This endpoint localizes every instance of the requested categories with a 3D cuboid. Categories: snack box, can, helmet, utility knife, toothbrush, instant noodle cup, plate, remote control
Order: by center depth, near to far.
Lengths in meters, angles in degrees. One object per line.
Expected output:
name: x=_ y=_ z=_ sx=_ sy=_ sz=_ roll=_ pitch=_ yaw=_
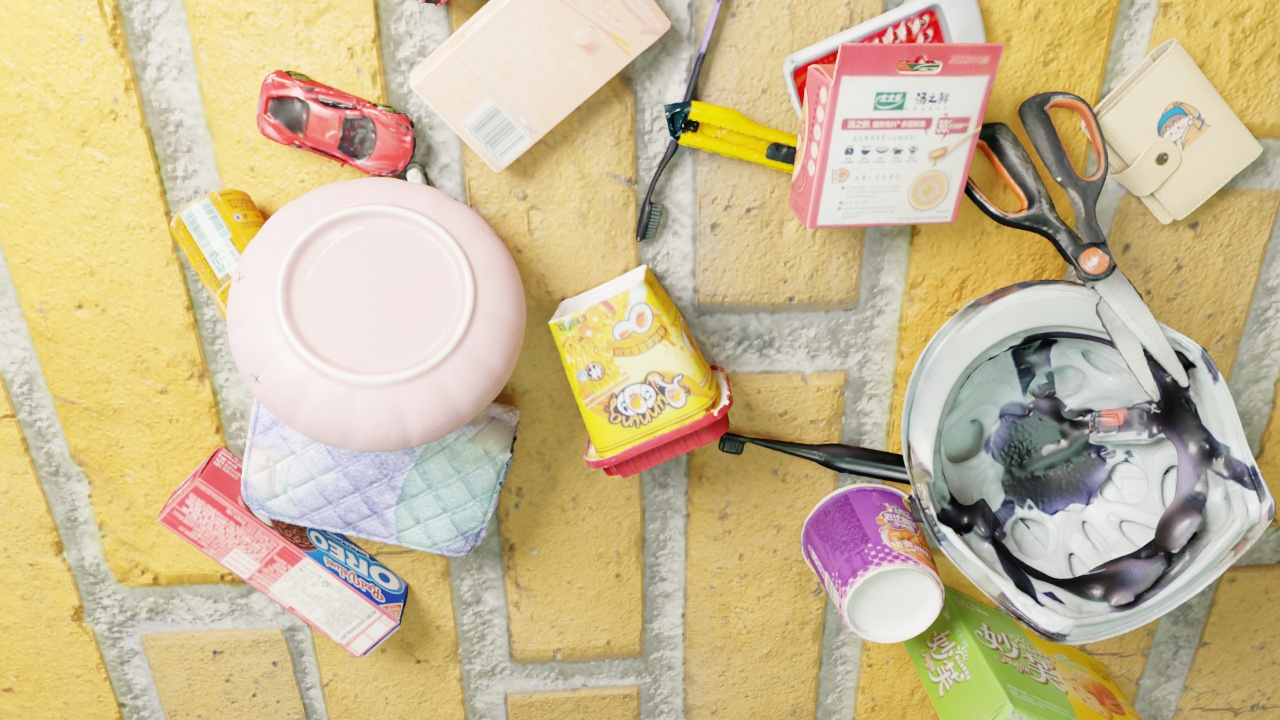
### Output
plate: x=-0.169 y=-0.038 z=0.595 sx=0.192 sy=0.039 sz=0.192 roll=3 pitch=73 yaw=-10
snack box: x=-0.066 y=-0.204 z=0.605 sx=0.157 sy=0.026 sz=0.084 roll=-37 pitch=125 yaw=14
snack box: x=0.168 y=-0.156 z=0.620 sx=0.113 sy=0.044 sz=0.127 roll=-3 pitch=125 yaw=-10
remote control: x=0.168 y=-0.207 z=0.630 sx=0.136 sy=0.020 sz=0.056 roll=-21 pitch=114 yaw=7
can: x=-0.261 y=-0.044 z=0.633 sx=0.058 sy=0.058 sz=0.146 roll=-34 pitch=86 yaw=12
toothbrush: x=0.030 y=-0.170 z=0.644 sx=0.016 sy=0.014 sz=0.189 roll=12 pitch=114 yaw=-17
utility knife: x=0.113 y=-0.148 z=0.652 sx=0.206 sy=0.015 sz=0.033 roll=11 pitch=121 yaw=-15
instant noodle cup: x=-0.004 y=0.004 z=0.679 sx=0.116 sy=0.116 sz=0.124 roll=-23 pitch=103 yaw=8
toothbrush: x=-0.141 y=-0.060 z=0.687 sx=0.015 sy=0.018 sz=0.181 roll=-17 pitch=117 yaw=-3
helmet: x=0.311 y=0.068 z=0.697 sx=0.229 sy=0.146 sz=0.258 roll=-38 pitch=85 yaw=7
snack box: x=-0.290 y=0.163 z=0.764 sx=0.058 sy=0.057 sz=0.207 roll=-41 pitch=111 yaw=13
toothbrush: x=0.168 y=0.083 z=0.766 sx=0.212 sy=0.026 sz=0.027 roll=10 pitch=94 yaw=-8
instant noodle cup: x=0.200 y=0.175 z=0.774 sx=0.111 sy=0.099 sz=0.112 roll=-2 pitch=115 yaw=-4
snack box: x=0.351 y=0.306 z=0.811 sx=0.210 sy=0.157 sz=0.070 roll=27 pitch=109 yaw=-15

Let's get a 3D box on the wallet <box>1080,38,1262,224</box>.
wallet: x=0.382 y=-0.159 z=0.663 sx=0.115 sy=0.024 sz=0.087 roll=38 pitch=109 yaw=-20

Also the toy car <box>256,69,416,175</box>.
toy car: x=-0.206 y=-0.159 z=0.624 sx=0.106 sy=0.031 sz=0.049 roll=19 pitch=114 yaw=-8

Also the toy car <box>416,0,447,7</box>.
toy car: x=-0.106 y=-0.271 z=0.567 sx=0.121 sy=0.052 sz=0.045 roll=-38 pitch=133 yaw=21

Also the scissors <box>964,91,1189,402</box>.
scissors: x=0.314 y=-0.087 z=0.625 sx=0.234 sy=0.021 sz=0.162 roll=41 pitch=89 yaw=15

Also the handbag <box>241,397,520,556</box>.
handbag: x=-0.201 y=0.071 z=0.712 sx=0.194 sy=0.075 sz=0.134 roll=16 pitch=121 yaw=-12
